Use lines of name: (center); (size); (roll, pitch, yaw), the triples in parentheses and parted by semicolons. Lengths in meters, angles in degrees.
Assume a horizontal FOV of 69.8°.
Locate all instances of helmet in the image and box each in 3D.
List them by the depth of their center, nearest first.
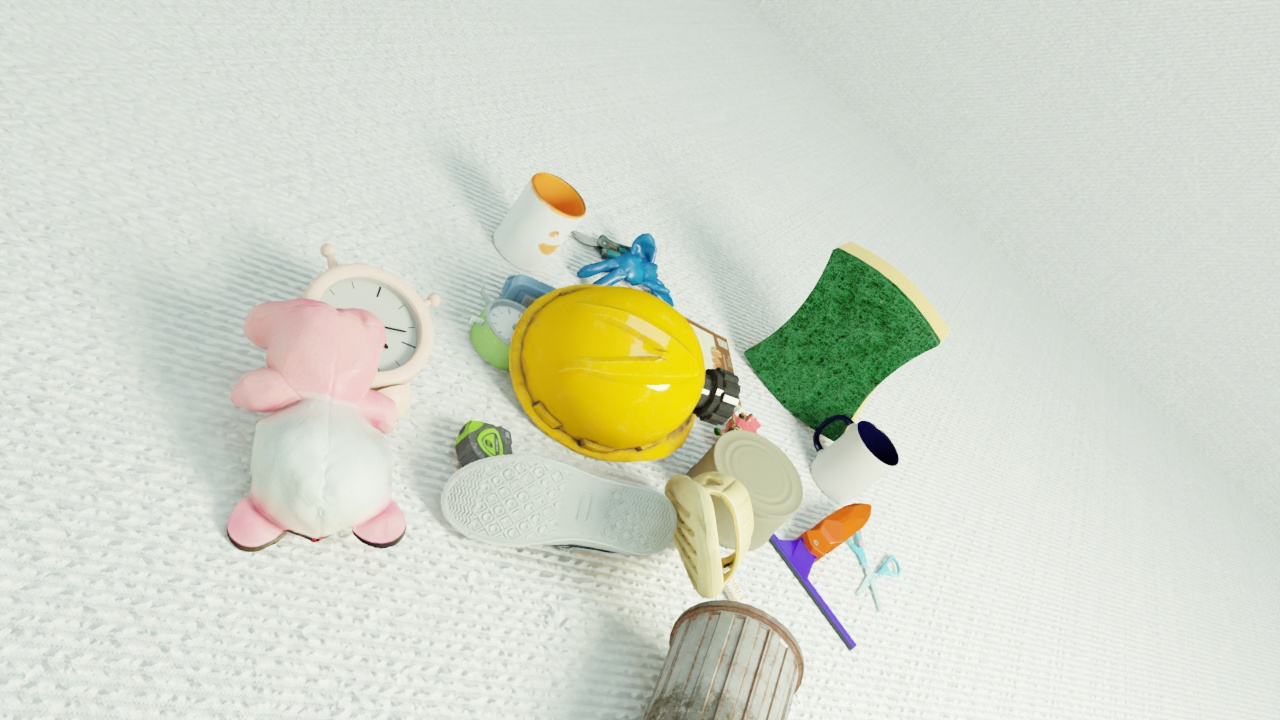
helmet: (-0.006, 0.006, 1.022); (0.255, 0.132, 0.205); (20, 72, -25)

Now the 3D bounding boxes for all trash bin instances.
trash bin: (0.065, 0.320, 0.810); (0.131, 0.131, 0.210); (40, 34, -4)

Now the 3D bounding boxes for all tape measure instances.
tape measure: (-0.159, 0.093, 0.922); (0.058, 0.036, 0.065); (32, 29, -33)

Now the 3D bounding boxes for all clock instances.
clock: (-0.277, -0.021, 0.900); (0.131, 0.086, 0.160); (26, 45, -25)
clock: (-0.147, -0.026, 1.065); (0.119, 0.043, 0.094); (32, 35, -16)

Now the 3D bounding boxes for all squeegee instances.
squeegee: (0.248, 0.222, 1.189); (0.184, 0.055, 0.249); (-18, 66, -46)

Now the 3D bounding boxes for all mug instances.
mug: (-0.133, -0.180, 1.202); (0.082, 0.106, 0.082); (28, 35, -22)
mug: (0.294, 0.132, 1.307); (0.078, 0.097, 0.112); (-7, 57, -50)

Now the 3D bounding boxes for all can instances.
can: (0.123, 0.154, 1.101); (0.127, 0.073, 0.127); (20, 41, -19)

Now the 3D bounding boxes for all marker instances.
marker: (0.078, 0.216, 1.050); (0.017, 0.017, 0.145); (-2, 53, -48)

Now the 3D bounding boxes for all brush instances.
brush: (0.298, -0.026, 1.351); (0.195, 0.251, 0.075); (45, 32, 11)

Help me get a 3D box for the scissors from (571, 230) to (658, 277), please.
scissors: (-0.033, -0.163, 1.373); (0.131, 0.019, 0.149); (46, 34, 8)

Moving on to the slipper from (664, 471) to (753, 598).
slipper: (0.075, 0.167, 0.932); (0.261, 0.079, 0.111); (168, -85, -85)

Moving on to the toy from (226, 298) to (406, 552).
toy: (-0.268, 0.053, 0.771); (0.141, 0.084, 0.213); (9, 68, -32)

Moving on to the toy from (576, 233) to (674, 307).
toy: (-0.013, -0.130, 1.313); (0.176, 0.071, 0.112); (-6, 67, -50)

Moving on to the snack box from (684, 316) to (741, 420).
snack box: (0.063, 0.000, 1.263); (0.147, 0.041, 0.143); (25, 36, -26)

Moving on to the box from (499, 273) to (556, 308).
box: (-0.071, -0.056, 1.143); (0.210, 0.073, 0.078); (24, 37, -15)

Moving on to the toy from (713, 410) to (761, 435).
toy: (0.134, 0.104, 1.212); (0.084, 0.046, 0.103); (66, 26, 2)

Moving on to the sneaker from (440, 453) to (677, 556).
sneaker: (-0.078, 0.145, 0.902); (0.235, 0.087, 0.089); (13, 80, -13)

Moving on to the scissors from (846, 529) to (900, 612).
scissors: (0.319, 0.285, 1.239); (0.119, 0.015, 0.138); (23, 43, -26)
